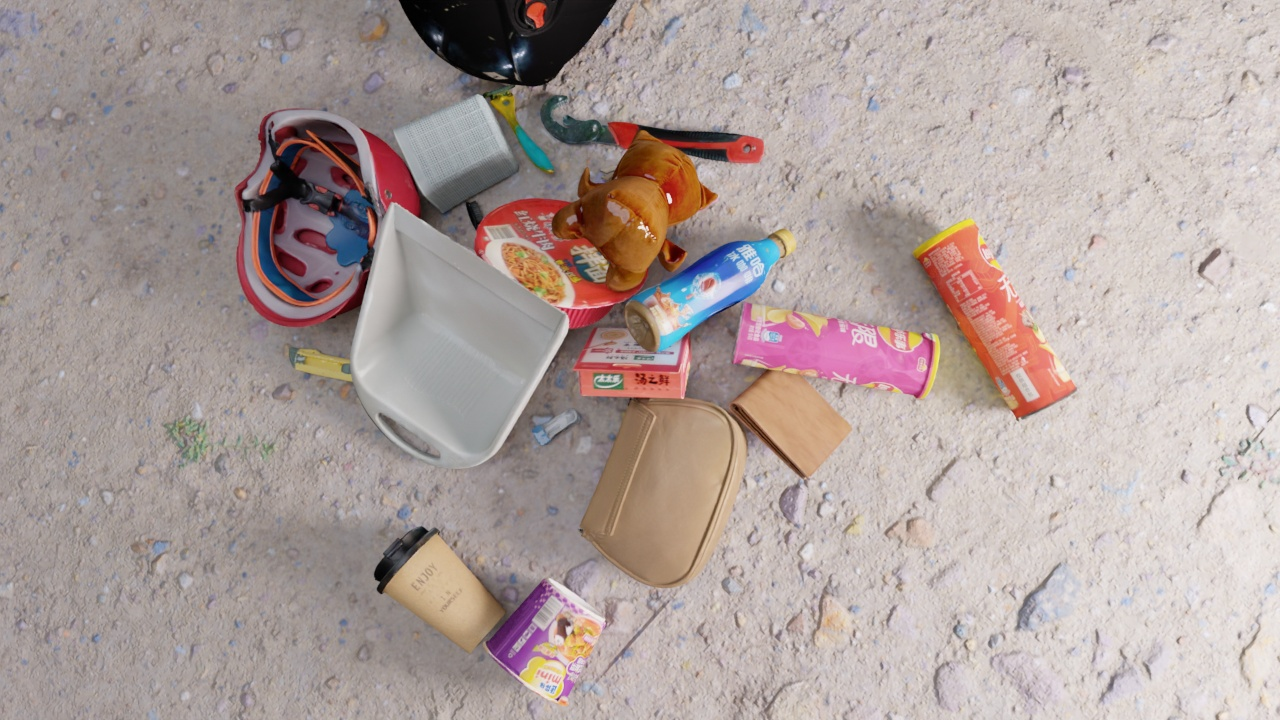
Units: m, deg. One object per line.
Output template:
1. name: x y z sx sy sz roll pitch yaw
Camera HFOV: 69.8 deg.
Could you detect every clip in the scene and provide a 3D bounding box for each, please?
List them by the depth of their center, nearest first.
1. clip: -0.096 0.075 1.059 0.058 0.038 0.026 -33 78 4
2. clip: -0.005 -0.212 1.072 0.103 0.035 0.092 -28 82 -1

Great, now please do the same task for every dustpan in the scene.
1. dustpan: -0.218 0.003 0.992 0.223 0.258 0.142 33 64 5

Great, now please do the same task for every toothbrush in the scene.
1. toothbrush: -0.165 -0.108 1.092 0.016 0.014 0.189 -23 81 -21

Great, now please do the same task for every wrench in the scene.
1. wrench: 0.010 -0.266 1.085 0.273 0.016 0.056 13 86 10

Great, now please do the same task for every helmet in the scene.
1. helmet: -0.157 -0.424 1.003 0.233 0.274 0.231 47 118 23
2. helmet: -0.348 -0.157 1.060 0.207 0.143 0.240 29 104 18

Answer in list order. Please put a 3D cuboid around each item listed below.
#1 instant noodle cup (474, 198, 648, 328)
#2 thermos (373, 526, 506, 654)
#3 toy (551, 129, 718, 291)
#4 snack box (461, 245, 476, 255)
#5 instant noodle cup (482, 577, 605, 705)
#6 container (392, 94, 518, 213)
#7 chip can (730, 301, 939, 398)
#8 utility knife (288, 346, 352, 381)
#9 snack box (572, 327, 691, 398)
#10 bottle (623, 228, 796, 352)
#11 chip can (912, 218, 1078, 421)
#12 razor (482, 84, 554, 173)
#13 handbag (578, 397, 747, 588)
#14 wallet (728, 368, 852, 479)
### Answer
1. instant noodle cup: -0.091 -0.100 1.018 0.194 0.193 0.066 29 132 10
2. thermos: -0.222 0.256 1.022 0.143 0.093 0.093 42 90 3
3. toy: -0.001 -0.165 0.987 0.140 0.131 0.199 45 52 -14
4. snack box: -0.161 -0.063 1.068 0.157 0.027 0.085 29 97 13
5. instant noodle cup: -0.097 0.298 0.993 0.111 0.112 0.099 34 79 10
6. container: -0.213 -0.245 1.077 0.111 0.090 0.090 -27 81 1
7. chip can: 0.207 -0.012 0.989 0.210 0.071 0.071 10 85 3
8. utility knife: -0.334 0.012 1.103 0.196 0.020 0.031 10 86 4
9. snack box: -0.006 0.006 0.997 0.113 0.126 0.044 2 113 8
10. bottle: 0.083 -0.084 0.999 0.218 0.065 0.065 -31 79 -25
11. chip can: 0.378 -0.045 0.980 0.073 0.073 0.216 -29 80 3
12. razor: -0.140 -0.273 1.099 0.043 0.028 0.132 -27 76 -28
13. handbag: 0.030 0.138 0.997 0.148 0.099 0.204 21 86 17
14. wallet: 0.165 0.062 0.997 0.115 0.020 0.101 46 52 8
